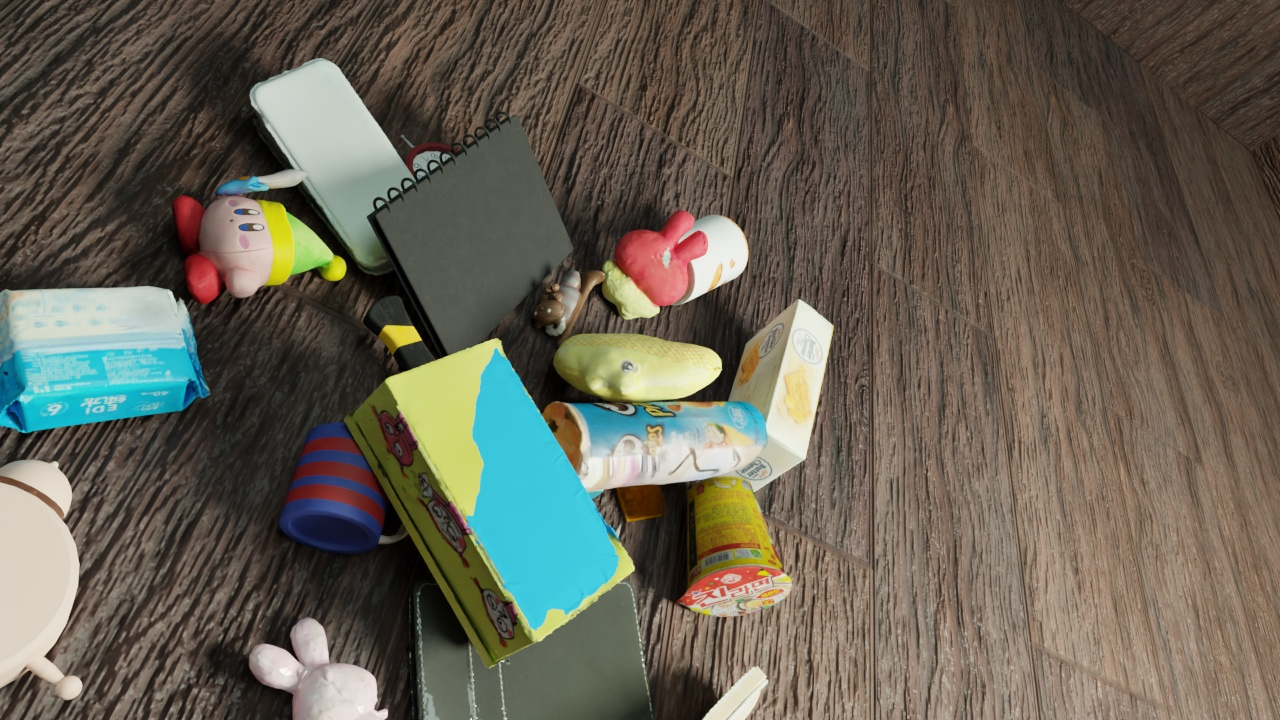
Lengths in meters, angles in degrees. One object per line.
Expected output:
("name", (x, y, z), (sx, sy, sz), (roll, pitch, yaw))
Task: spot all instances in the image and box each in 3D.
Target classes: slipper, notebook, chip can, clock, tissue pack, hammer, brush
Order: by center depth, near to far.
("clock", (-0.419, 0.133, 0.558), (0.130, 0.086, 0.160), (0, 55, -36))
("tissue pack", (-0.403, -0.003, 0.672), (0.144, 0.062, 0.092), (-7, 64, -42))
("slipper", (0.032, 0.341, 0.724), (0.054, 0.115, 0.271), (32, 38, 20))
("notebook", (-0.085, 0.257, 0.749), (0.208, 0.030, 0.169), (10, 57, -34))
("hammer", (-0.144, 0.078, 0.792), (0.169, 0.034, 0.324), (-21, 73, -46))
("chip can", (0.016, 0.076, 0.847), (0.229, 0.080, 0.079), (1, 60, -39))
("notebook", (-0.157, -0.128, 0.905), (0.230, 0.019, 0.169), (-53, 130, -44))
("brush", (-0.013, 0.097, 0.916), (0.048, 0.017, 0.126), (-2, 62, -37))
("clock", (-0.199, -0.176, 0.950), (0.124, 0.044, 0.087), (22, 50, -21))

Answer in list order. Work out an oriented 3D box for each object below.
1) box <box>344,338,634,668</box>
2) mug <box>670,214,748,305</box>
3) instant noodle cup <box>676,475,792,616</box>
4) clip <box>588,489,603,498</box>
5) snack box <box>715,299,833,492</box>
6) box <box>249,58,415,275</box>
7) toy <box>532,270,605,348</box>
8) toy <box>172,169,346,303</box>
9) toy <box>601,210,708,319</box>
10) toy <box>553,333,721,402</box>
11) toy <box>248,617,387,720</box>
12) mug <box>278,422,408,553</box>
("box", (-0.113, 0.105, 0.704), (0.124, 0.080, 0.221), (-28, 85, -48))
("mug", (0.064, -0.118, 1.073), (0.105, 0.083, 0.082), (-30, 81, -43))
("instant noodle cup", (0.087, 0.175, 0.888), (0.100, 0.101, 0.112), (18, 44, -25))
("clip", (-0.077, 0.078, 0.878), (0.120, 0.033, 0.118), (40, 49, -7))
("snack box", (0.146, 0.039, 1.009), (0.057, 0.104, 0.207), (34, 47, -12))
("box", (-0.279, -0.183, 0.869), (0.118, 0.063, 0.213), (-33, 83, -14))
("toy", (-0.078, -0.063, 0.963), (0.055, 0.042, 0.101), (46, 49, -33))
("toy", (-0.328, -0.103, 0.797), (0.131, 0.097, 0.124), (-14, 62, -21))
("toy", (0.014, -0.104, 1.002), (0.091, 0.135, 0.045), (43, 15, -3))
("toy", (-0.005, 0.005, 0.896), (0.154, 0.171, 0.065), (-32, 125, -68))
("toy", (-0.225, 0.235, 0.650), (0.110, 0.047, 0.063), (47, 37, 13))
("mug", (-0.223, 0.110, 0.727), (0.112, 0.075, 0.076), (45, 38, -41))
